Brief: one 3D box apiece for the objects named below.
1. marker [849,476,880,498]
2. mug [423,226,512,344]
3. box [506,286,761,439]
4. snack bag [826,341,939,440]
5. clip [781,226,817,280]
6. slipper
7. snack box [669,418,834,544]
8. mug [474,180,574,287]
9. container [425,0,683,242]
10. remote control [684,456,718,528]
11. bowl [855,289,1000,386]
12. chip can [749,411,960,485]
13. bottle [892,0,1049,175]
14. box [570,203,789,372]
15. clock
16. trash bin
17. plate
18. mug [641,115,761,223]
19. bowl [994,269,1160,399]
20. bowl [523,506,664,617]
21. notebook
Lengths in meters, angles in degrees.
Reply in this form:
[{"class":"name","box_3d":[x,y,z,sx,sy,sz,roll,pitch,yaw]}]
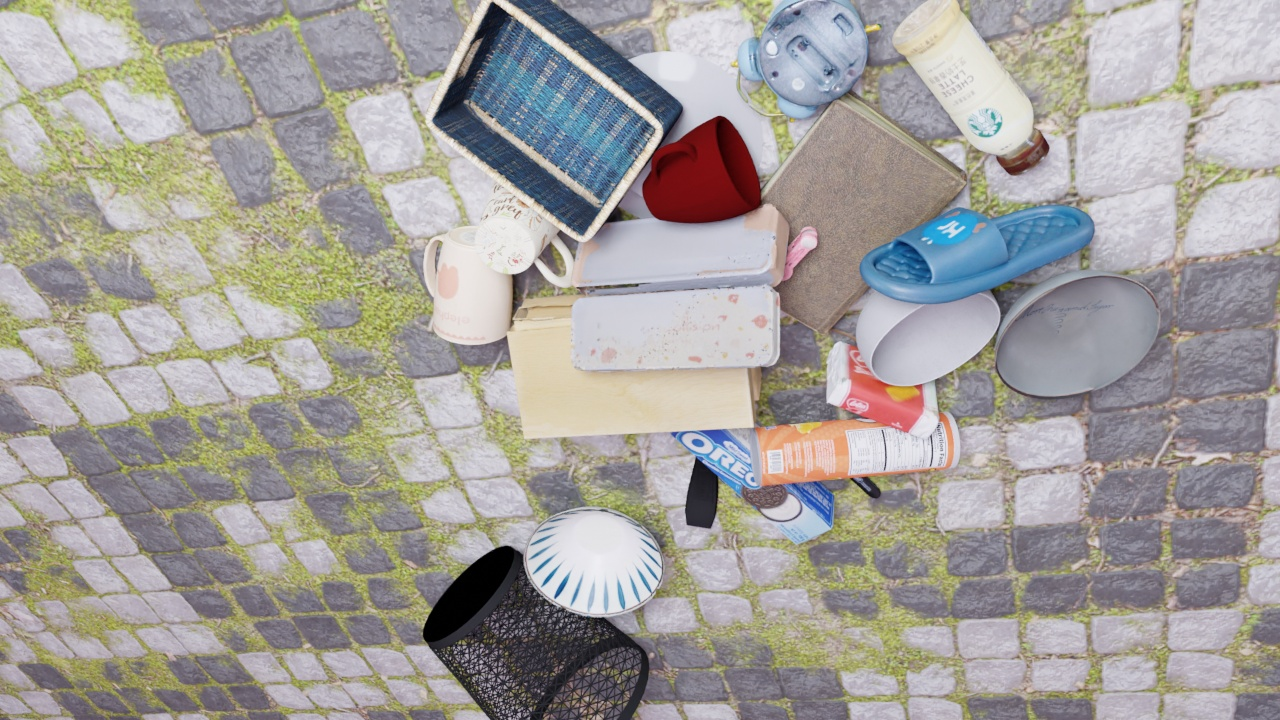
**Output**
[{"class":"marker","box_3d":[0.237,0.122,1.061,0.018,0.015,0.123,-35,115,31]},{"class":"mug","box_3d":[-0.185,-0.087,0.960,0.111,0.085,0.104,27,123,29]},{"class":"box","box_3d":[-0.007,0.005,0.957,0.249,0.122,0.141,-3,131,14]},{"class":"snack bag","box_3d":[0.250,0.030,0.948,0.116,0.076,0.036,21,130,-4]},{"class":"clip","box_3d":[0.145,-0.104,0.864,0.022,0.038,0.059,37,127,-12]},{"class":"slipper","box_3d":[0.291,-0.105,0.803,0.213,0.103,0.059,-17,119,-8]},{"class":"snack box","box_3d":[0.132,0.121,1.056,0.059,0.059,0.226,-32,115,35]},{"class":"mug","box_3d":[-0.106,-0.119,0.898,0.081,0.097,0.122,-27,117,28]},{"class":"container","box_3d":[-0.077,-0.219,0.817,0.187,0.071,0.146,37,126,-4]},{"class":"remote control","box_3d":[0.077,0.162,1.128,0.039,0.010,0.125,8,127,6]},{"class":"bowl","box_3d":[0.270,-0.042,0.885,0.131,0.064,0.132,-12,141,-10]},{"class":"chip can","box_3d":[0.226,0.094,0.981,0.210,0.062,0.062,-5,127,-1]},{"class":"bottle","box_3d":[0.279,-0.224,0.762,0.057,0.056,0.162,-34,113,31]},{"class":"box","box_3d":[0.032,-0.061,0.865,0.217,0.153,0.058,-1,163,30]},{"class":"clock","box_3d":[0.135,-0.256,0.772,0.089,0.051,0.125,37,126,-18]},{"class":"trash bin","box_3d":[-0.149,0.393,1.239,0.218,0.216,0.243,-32,108,30]},{"class":"plate","box_3d":[0.027,-0.199,0.859,0.173,0.019,0.173,6,128,8]},{"class":"mug","box_3d":[0.041,-0.161,0.806,0.089,0.087,0.114,-20,160,27]},{"class":"bowl","box_3d":[0.405,-0.034,0.874,0.151,0.056,0.151,0,131,-1]},{"class":"bowl","box_3d":[-0.056,0.238,1.171,0.177,0.070,0.177,2,120,4]},{"class":"notebook","box_3d":[0.196,-0.121,0.873,0.190,0.034,0.216,30,127,-13]}]
